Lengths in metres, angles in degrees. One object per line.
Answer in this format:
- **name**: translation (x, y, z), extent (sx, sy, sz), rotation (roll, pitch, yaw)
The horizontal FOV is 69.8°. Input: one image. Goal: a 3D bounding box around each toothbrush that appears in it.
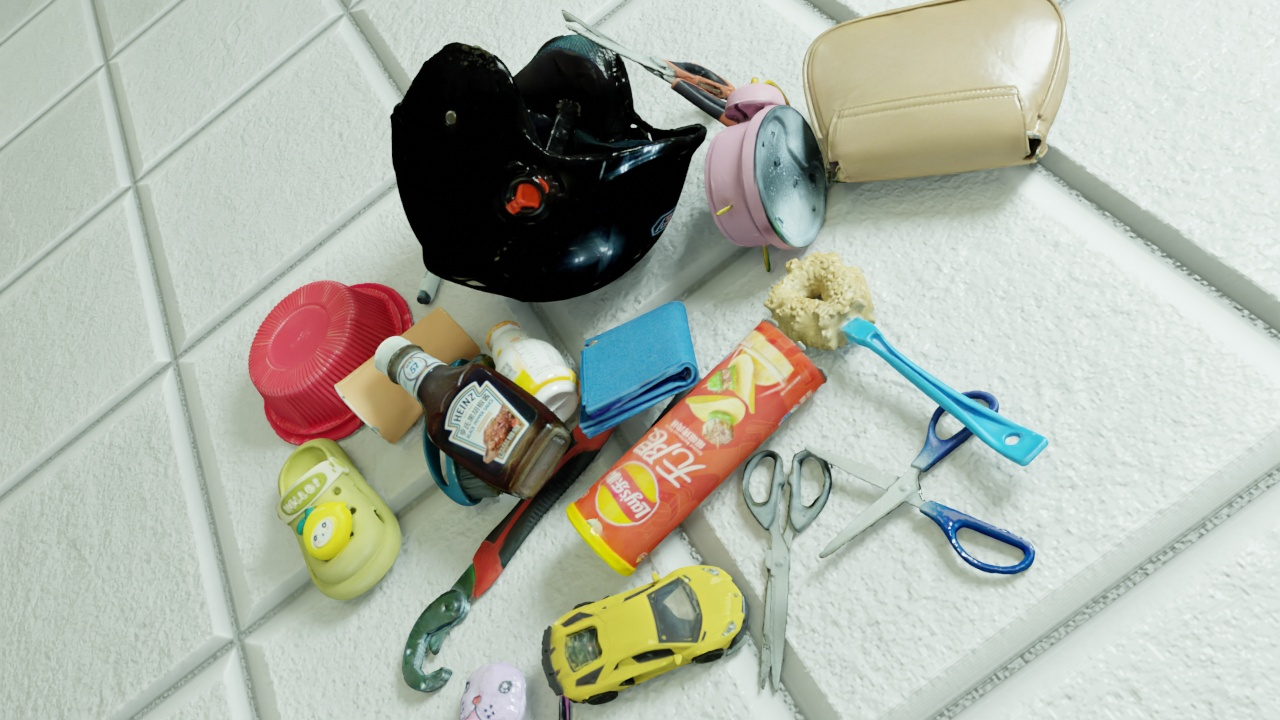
- **toothbrush**: translation (-0.056, 0.296, 0.653), extent (0.018, 0.014, 0.188), rotation (-25, 52, 30)

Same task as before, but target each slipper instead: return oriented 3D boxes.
- **slipper**: translation (-0.291, 0.134, 0.828), extent (0.091, 0.081, 0.190), rotation (-46, 50, -1)

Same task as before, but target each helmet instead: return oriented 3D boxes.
- **helmet**: translation (-0.082, -0.162, 0.803), extent (0.275, 0.230, 0.232), rotation (15, 27, 18)

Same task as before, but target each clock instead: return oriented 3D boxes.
- **clock**: translation (0.108, -0.166, 0.776), extent (0.060, 0.117, 0.158), rotation (-3, 62, 39)

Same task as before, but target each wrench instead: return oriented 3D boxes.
- **wrench**: translation (-0.109, 0.151, 0.762), extent (0.056, 0.016, 0.273), rotation (28, 78, 36)

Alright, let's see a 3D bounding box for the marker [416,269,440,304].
- **marker**: translation (-0.211, -0.117, 0.972), extent (0.023, 0.018, 0.130), rotation (-4, 60, 35)

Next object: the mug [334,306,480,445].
- **mug**: translation (-0.214, 0.011, 0.866), extent (0.122, 0.078, 0.078), rotation (-43, 52, -7)

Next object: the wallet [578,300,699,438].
- **wallet**: translation (-0.004, 0.004, 0.751), extent (0.106, 0.040, 0.133), rotation (-28, 22, 10)

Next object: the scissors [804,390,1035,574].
- **scissors**: translation (0.196, 0.085, 0.640), extent (0.173, 0.012, 0.162), rotation (24, 72, 31)

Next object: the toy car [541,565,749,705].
- **toy car**: translation (0.002, 0.195, 0.664), extent (0.156, 0.041, 0.071), rotation (-23, 56, 11)

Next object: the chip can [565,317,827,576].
- **chip can**: translation (0.043, 0.065, 0.701), extent (0.216, 0.073, 0.073), rotation (-44, 52, -3)

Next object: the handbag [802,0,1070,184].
- **handbag**: translation (0.239, -0.216, 0.751), extent (0.205, 0.099, 0.147), rotation (-1, 70, 27)

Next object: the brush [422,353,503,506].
- **brush**: translation (-0.158, 0.063, 0.814), extent (0.074, 0.055, 0.143), rotation (-17, 56, 16)

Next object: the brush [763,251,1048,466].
- **brush**: translation (0.187, -0.004, 0.678), extent (0.083, 0.046, 0.254), rotation (-41, 50, -8)

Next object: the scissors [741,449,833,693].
- **scissors**: translation (0.092, 0.145, 0.666), extent (0.137, 0.014, 0.174), rotation (34, 83, 36)

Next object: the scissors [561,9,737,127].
- **scissors**: translation (0.029, -0.259, 0.828), extent (0.196, 0.215, 0.015), rotation (42, 120, 10)

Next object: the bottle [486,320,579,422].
- **bottle**: translation (-0.098, 0.009, 0.810), extent (0.063, 0.063, 0.108), rotation (-40, 52, 1)

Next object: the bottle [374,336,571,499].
- **bottle**: translation (-0.148, 0.037, 0.761), extent (0.195, 0.044, 0.080), rotation (31, 86, 29)

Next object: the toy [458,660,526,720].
- **toy**: translation (-0.117, 0.277, 0.679), extent (0.084, 0.039, 0.107), rotation (-8, 59, 36)

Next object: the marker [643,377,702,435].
- **marker**: translation (0.011, 0.067, 0.748), extent (0.022, 0.020, 0.132), rotation (36, 83, 21)

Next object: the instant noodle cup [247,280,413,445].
- **instant noodle cup**: translation (-0.329, -0.011, 0.941), extent (0.194, 0.066, 0.193), rotation (-12, 58, 20)
